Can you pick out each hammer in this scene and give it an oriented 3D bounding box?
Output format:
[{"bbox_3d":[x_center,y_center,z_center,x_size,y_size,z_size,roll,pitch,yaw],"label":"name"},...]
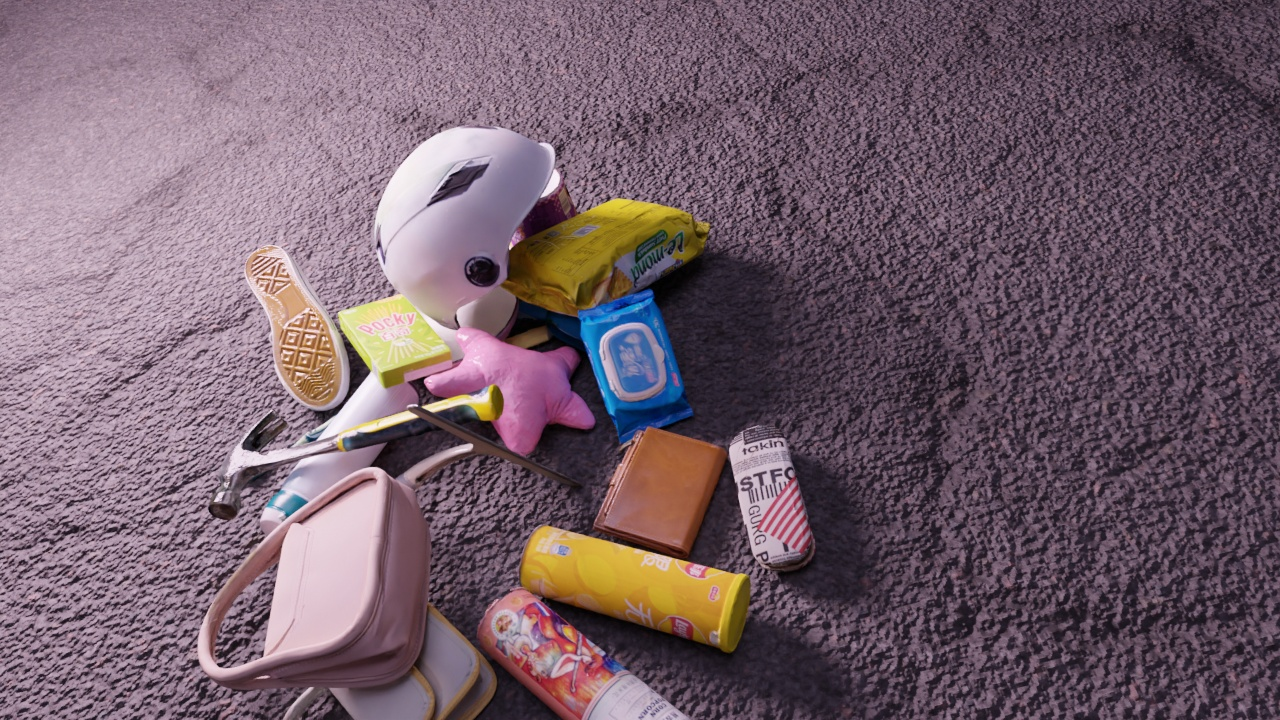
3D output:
[{"bbox_3d":[-0.298,0.078,0.970,0.324,0.032,0.126,-15,43,11],"label":"hammer"}]

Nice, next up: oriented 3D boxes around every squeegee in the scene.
[{"bbox_3d":[-0.232,0.127,0.958,0.247,0.246,0.039,-28,53,23],"label":"squeegee"}]

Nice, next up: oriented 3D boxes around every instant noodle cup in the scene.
[{"bbox_3d":[-0.138,-0.203,1.250,0.111,0.099,0.111,-7,47,8],"label":"instant noodle cup"}]

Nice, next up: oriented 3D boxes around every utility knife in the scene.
[{"bbox_3d":[-0.175,-0.017,1.146,0.151,0.018,0.031,-15,43,-5],"label":"utility knife"},{"bbox_3d":[-0.077,-0.062,1.165,0.166,0.018,0.034,5,63,15],"label":"utility knife"}]

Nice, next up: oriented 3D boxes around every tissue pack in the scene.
[{"bbox_3d":[-0.006,0.006,1.023,0.095,0.052,0.157,-18,89,-4],"label":"tissue pack"}]

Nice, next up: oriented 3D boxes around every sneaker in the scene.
[{"bbox_3d":[-0.426,-0.037,1.172,0.118,0.088,0.241,-31,71,0],"label":"sneaker"}]

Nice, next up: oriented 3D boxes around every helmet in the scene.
[{"bbox_3d":[-0.227,-0.181,1.093,0.145,0.259,0.228,27,40,-25],"label":"helmet"}]

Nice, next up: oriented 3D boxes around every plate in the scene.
[{"bbox_3d":[-0.241,-0.043,1.158,0.192,0.039,0.192,-10,42,9],"label":"plate"}]

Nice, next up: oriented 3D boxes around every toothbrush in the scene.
[{"bbox_3d":[-0.391,0.086,1.098,0.191,0.018,0.016,-36,51,-19],"label":"toothbrush"}]

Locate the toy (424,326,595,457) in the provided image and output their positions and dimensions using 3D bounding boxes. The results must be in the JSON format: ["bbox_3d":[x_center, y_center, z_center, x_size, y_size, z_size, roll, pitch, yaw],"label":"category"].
[{"bbox_3d":[-0.146,0.035,1.031,0.194,0.075,0.178,11,43,-22],"label":"toy"}]

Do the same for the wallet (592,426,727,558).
[{"bbox_3d":[0.015,0.132,0.961,0.119,0.035,0.130,12,53,19],"label":"wallet"}]

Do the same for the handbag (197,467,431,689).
[{"bbox_3d":[-0.315,0.221,0.857,0.234,0.093,0.193,-21,42,10],"label":"handbag"}]

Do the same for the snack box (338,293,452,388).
[{"bbox_3d":[-0.294,-0.026,1.093,0.085,0.026,0.156,-19,39,-26],"label":"snack box"}]

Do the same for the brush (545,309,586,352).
[{"bbox_3d":[-0.058,-0.036,1.095,0.144,0.073,0.055,24,96,30],"label":"brush"}]

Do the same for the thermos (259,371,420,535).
[{"bbox_3d":[-0.339,0.109,1.035,0.073,0.073,0.223,14,53,23],"label":"thermos"}]

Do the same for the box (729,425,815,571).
[{"bbox_3d":[0.130,0.132,0.920,0.074,0.065,0.164,-2,46,-11],"label":"box"}]

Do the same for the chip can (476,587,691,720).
[{"bbox_3d":[-0.050,0.288,0.812,0.215,0.071,0.071,28,59,32],"label":"chip can"}]

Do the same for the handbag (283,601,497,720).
[{"bbox_3d":[-0.245,0.305,0.849,0.163,0.063,0.178,31,64,34],"label":"handbag"}]

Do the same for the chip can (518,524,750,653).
[{"bbox_3d":[-0.006,0.213,0.870,0.214,0.072,0.071,10,52,21],"label":"chip can"}]

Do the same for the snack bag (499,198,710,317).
[{"bbox_3d":[-0.049,-0.135,1.141,0.158,0.068,0.245,19,39,40],"label":"snack bag"}]
